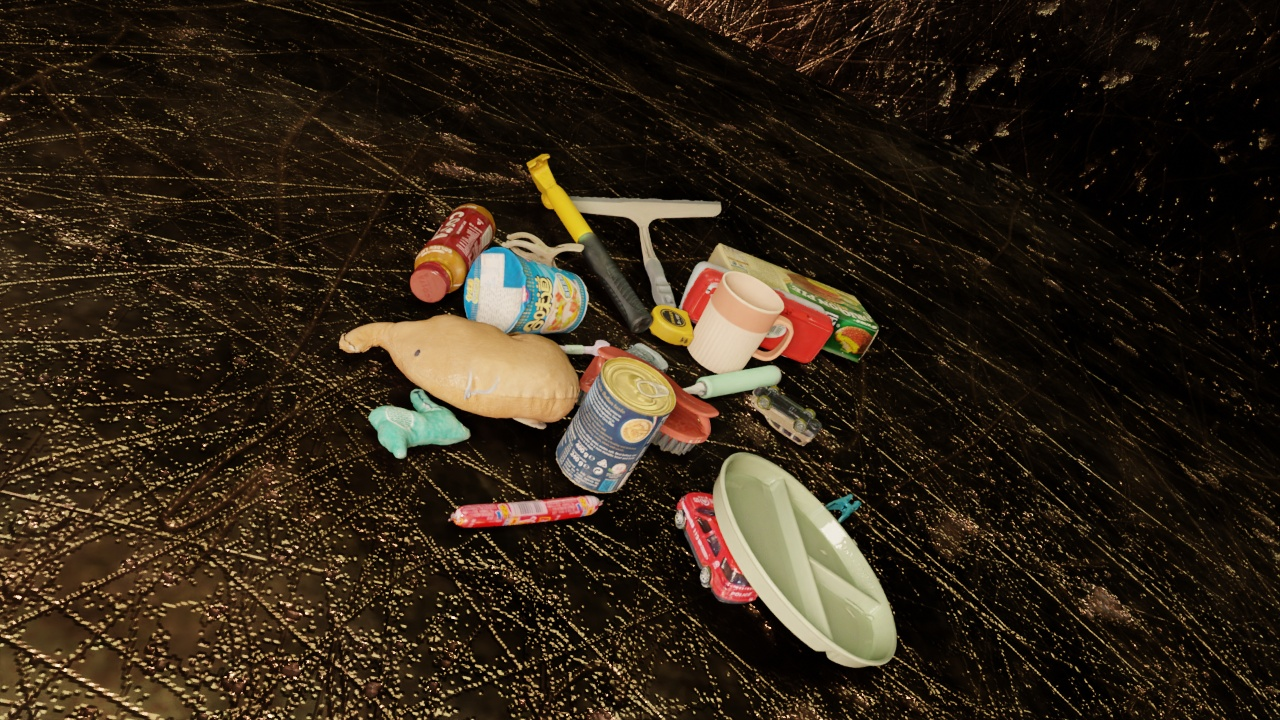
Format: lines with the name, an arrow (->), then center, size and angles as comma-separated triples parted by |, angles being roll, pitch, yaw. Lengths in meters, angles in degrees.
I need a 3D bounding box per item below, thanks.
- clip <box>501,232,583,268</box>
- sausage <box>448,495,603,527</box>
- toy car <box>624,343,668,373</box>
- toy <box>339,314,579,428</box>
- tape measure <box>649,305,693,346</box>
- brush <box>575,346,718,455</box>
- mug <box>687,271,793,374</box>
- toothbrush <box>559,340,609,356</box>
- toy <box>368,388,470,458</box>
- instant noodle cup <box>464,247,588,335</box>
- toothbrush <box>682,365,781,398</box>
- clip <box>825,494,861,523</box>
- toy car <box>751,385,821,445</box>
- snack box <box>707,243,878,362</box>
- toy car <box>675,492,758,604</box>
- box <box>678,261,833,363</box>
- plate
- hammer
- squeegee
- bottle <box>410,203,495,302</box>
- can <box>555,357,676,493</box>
clip -> -0.124, -0.128, 1.142 | 0.098, 0.064, 0.034 | 18, 30, -4
sausage -> -0.094, 0.130, 0.789 | 0.155, 0.020, 0.020 | 2, 40, -38
toy car -> -0.006, 0.006, 1.038 | 0.049, 0.031, 0.105 | 40, 31, 17
toy -> -0.166, 0.002, 0.868 | 0.225, 0.082, 0.143 | 14, 12, -22
tape measure -> 0.036, -0.043, 1.149 | 0.057, 0.029, 0.060 | 17, 32, -22
brush -> 0.009, 0.042, 0.958 | 0.146, 0.069, 0.063 | 29, 31, 0
mug -> 0.129, -0.039, 1.144 | 0.114, 0.106, 0.081 | 22, 31, -12
toothbrush -> -0.113, -0.012, 0.988 | 0.188, 0.021, 0.029 | 1, 72, -37
toy -> -0.196, 0.055, 0.810 | 0.091, 0.030, 0.096 | 4, 31, -44
instant noodle cup -> -0.119, -0.068, 1.003 | 0.109, 0.099, 0.099 | 5, 37, -50
toothbrush -> 0.094, 0.030, 1.092 | 0.027, 0.026, 0.224 | 4, 8, 43
clip -> 0.225, 0.163, 1.012 | 0.056, 0.014, 0.041 | -14, 51, -47
toy car -> 0.171, 0.064, 1.093 | 0.090, 0.035, 0.042 | 36, 29, 13
snack box -> 0.211, -0.083, 1.309 | 0.240, 0.063, 0.114 | 19, 24, -17
toy car -> 0.074, 0.168, 0.849 | 0.052, 0.045, 0.120 | 9, 33, -32
box -> 0.151, -0.063, 1.222 | 0.201, 0.091, 0.068 | 20, 32, -17
plate -> 0.150, 0.183, 0.850 | 0.230, 0.028, 0.229 | 38, 22, -19
hammer -> -0.070, -0.155, 1.186 | 0.300, 0.033, 0.129 | 57, -4, 27
squeegee -> 0.018, -0.140, 1.273 | 0.246, 0.039, 0.246 | 0, 44, -13
bottle -> -0.211, -0.121, 1.031 | 0.057, 0.058, 0.174 | 25, 30, -7
can -> -0.025, 0.062, 0.859 | 0.075, 0.111, 0.075 | 22, 33, -15
